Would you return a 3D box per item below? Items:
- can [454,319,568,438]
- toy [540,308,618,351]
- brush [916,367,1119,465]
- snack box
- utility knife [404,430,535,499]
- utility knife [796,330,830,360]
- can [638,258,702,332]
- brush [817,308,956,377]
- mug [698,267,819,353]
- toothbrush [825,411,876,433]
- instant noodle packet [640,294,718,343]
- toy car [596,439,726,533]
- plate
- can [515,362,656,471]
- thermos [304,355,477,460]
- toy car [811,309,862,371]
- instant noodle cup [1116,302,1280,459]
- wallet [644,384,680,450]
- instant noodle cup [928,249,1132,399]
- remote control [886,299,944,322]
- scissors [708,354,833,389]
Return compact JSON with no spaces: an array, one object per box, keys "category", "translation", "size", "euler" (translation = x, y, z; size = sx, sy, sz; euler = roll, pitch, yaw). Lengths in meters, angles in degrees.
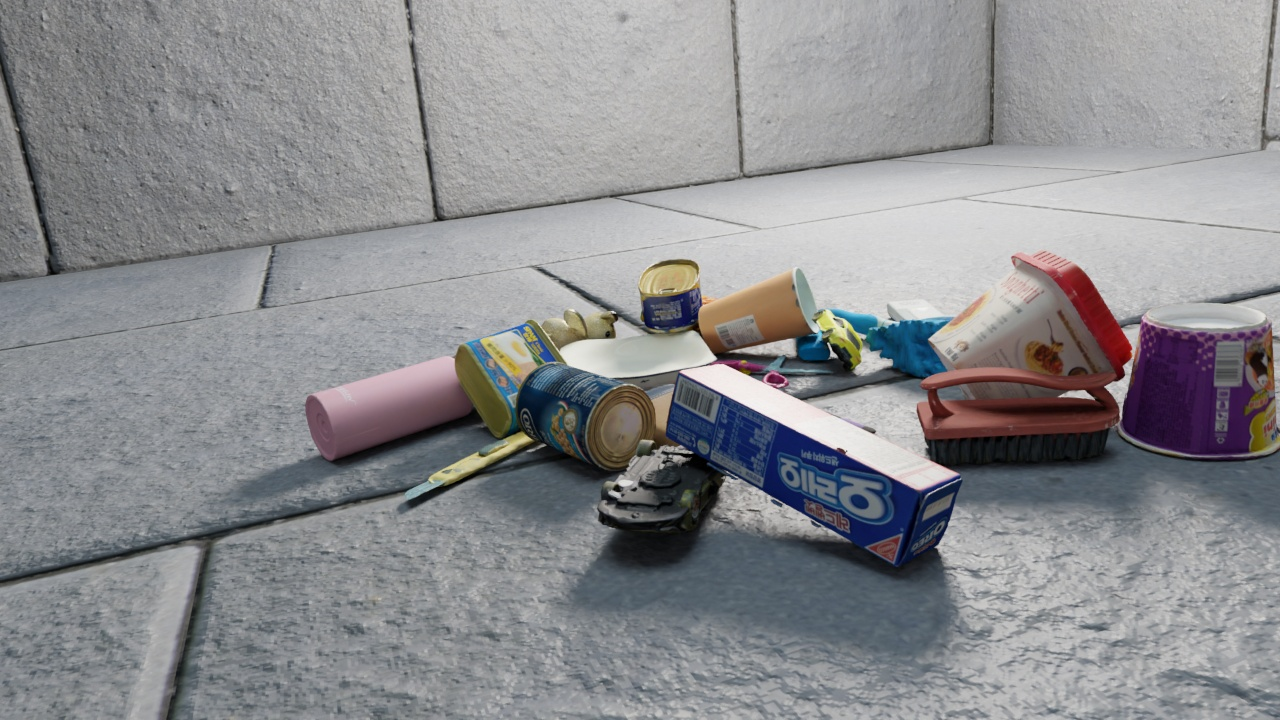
[{"category":"can","translation":[-0.121,0.018,0.891],"size":[0.083,0.057,0.102],"euler":[-21,63,-36]},{"category":"toy","translation":[-0.099,-0.019,1.084],"size":[0.157,0.066,0.105],"euler":[-18,-22,-25]},{"category":"brush","translation":[0.292,0.040,0.709],"size":[0.146,0.069,0.063],"euler":[-3,17,11]},{"category":"snack box","translation":[0.110,0.065,0.629],"size":[0.058,0.057,0.208],"euler":[-7,25,-44]},{"category":"utility knife","translation":[-0.137,0.088,0.806],"size":[0.031,0.019,0.182],"euler":[-1,20,38]},{"category":"utility knife","translation":[0.198,-0.031,1.078],"size":[0.034,0.018,0.182],"euler":[-6,15,8]},{"category":"can","translation":[0.037,-0.080,1.107],"size":[0.075,0.049,0.148],"euler":[-5,21,7]},{"category":"brush","translation":[0.276,-0.027,0.991],"size":[0.109,0.060,0.315],"euler":[-11,14,-37]},{"category":"mug","translation":[0.133,-0.050,1.044],"size":[0.123,0.078,0.078],"euler":[-17,11,23]},{"category":"toothbrush","translation":[0.145,0.041,0.858],"size":[0.014,0.017,0.189],"euler":[-23,24,-31]},{"category":"instant noodle packet","translation":[0.077,-0.055,1.162],"size":[0.110,0.044,0.128],"euler":[-10,16,-29]},{"category":"toy car","translation":[0.017,0.094,0.666],"size":[0.070,0.042,0.157],"euler":[3,14,19]},{"category":"plate","translation":[-0.006,0.006,0.995],"size":[0.163,0.034,0.164],"euler":[-7,16,-4]},{"category":"can","translation":[-0.048,0.047,0.794],"size":[0.075,0.075,0.111],"euler":[-18,21,-36]},{"category":"thermos","translation":[-0.216,0.043,0.901],"size":[0.198,0.067,0.087],"euler":[-17,40,-37]},{"category":"toy car","translation":[0.213,-0.026,0.978],"size":[0.032,0.048,0.105],"euler":[-37,17,12]},{"category":"instant noodle cup","translation":[0.432,0.011,0.708],"size":[0.111,0.099,0.111],"euler":[-5,14,1]},{"category":"wallet","translation":[0.036,0.055,0.819],"size":[0.090,0.033,0.115],"euler":[-21,23,-34]},{"category":"instant noodle cup","translation":[0.326,-0.015,0.784],"size":[0.124,0.116,0.116],"euler":[-35,12,12]},{"category":"remote control","translation":[0.333,-0.052,1.095],"size":[0.049,0.024,0.124],"euler":[-5,15,1]},{"category":"scissors","translation":[0.135,0.011,0.968],"size":[0.133,0.017,0.133],"euler":[3,14,15]}]
